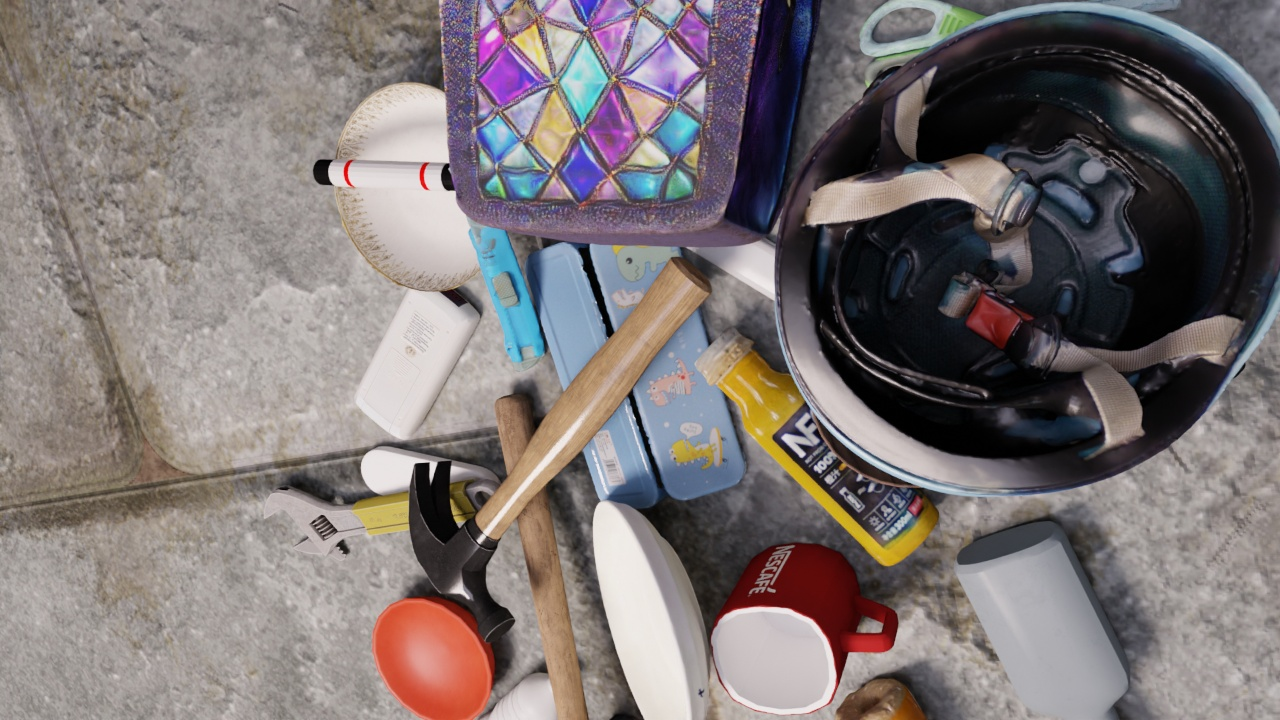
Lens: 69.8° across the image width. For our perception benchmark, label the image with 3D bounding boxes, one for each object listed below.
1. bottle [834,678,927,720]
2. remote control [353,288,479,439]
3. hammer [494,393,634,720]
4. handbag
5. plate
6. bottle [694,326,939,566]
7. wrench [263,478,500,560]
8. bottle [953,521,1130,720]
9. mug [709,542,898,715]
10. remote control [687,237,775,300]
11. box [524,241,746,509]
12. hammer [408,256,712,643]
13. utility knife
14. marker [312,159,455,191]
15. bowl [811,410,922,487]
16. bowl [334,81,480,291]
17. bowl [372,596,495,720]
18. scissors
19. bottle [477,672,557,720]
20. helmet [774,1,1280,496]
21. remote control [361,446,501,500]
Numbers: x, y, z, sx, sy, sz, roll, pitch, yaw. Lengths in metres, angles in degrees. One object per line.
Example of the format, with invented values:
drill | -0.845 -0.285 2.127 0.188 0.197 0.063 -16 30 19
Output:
bottle | 0.203 0.309 0.648 0.059 0.059 0.167 -32 91 27
remote control | -0.184 -0.001 0.744 0.060 0.025 0.139 38 113 9
hammer | -0.071 0.184 0.714 0.040 0.129 0.321 -11 90 31
handbag | -0.004 -0.183 0.560 0.205 0.125 0.222 5 94 22
plate | 0.011 0.185 0.658 0.034 0.182 0.182 -13 102 -17
bottle | 0.115 0.054 0.618 0.186 0.053 0.053 45 116 6
wrench | -0.224 0.129 0.788 0.274 0.018 0.083 -15 110 31
bottle | 0.271 0.189 0.593 0.072 0.046 0.161 -26 93 27
mug | 0.117 0.180 0.627 0.117 0.096 0.080 -7 101 24
remote control | 0.088 -0.060 0.620 0.131 0.012 0.033 33 114 12
box | -0.007 0.006 0.665 0.127 0.039 0.209 -14 99 25
hammer | -0.060 0.050 0.649 0.132 0.040 0.306 48 111 24
utility knife | -0.098 -0.058 0.643 0.031 0.015 0.198 -19 137 -5
marker | -0.162 -0.127 0.632 0.146 0.019 0.019 7 107 22
bowl | 0.168 0.020 0.585 0.119 0.032 0.119 -1 83 9
bowl | -0.147 -0.128 0.673 0.145 0.063 0.145 7 107 22
bowl | -0.176 0.257 0.807 0.122 0.035 0.122 6 107 21
scissors | 0.216 -0.191 0.532 0.174 0.033 0.065 -4 99 27
bottle | -0.104 0.306 0.785 0.044 0.044 0.136 46 116 5
helmet | 0.191 -0.053 0.487 0.265 0.167 0.225 -43 80 0
remote control | -0.178 0.102 0.777 0.137 0.013 0.043 9 108 20
